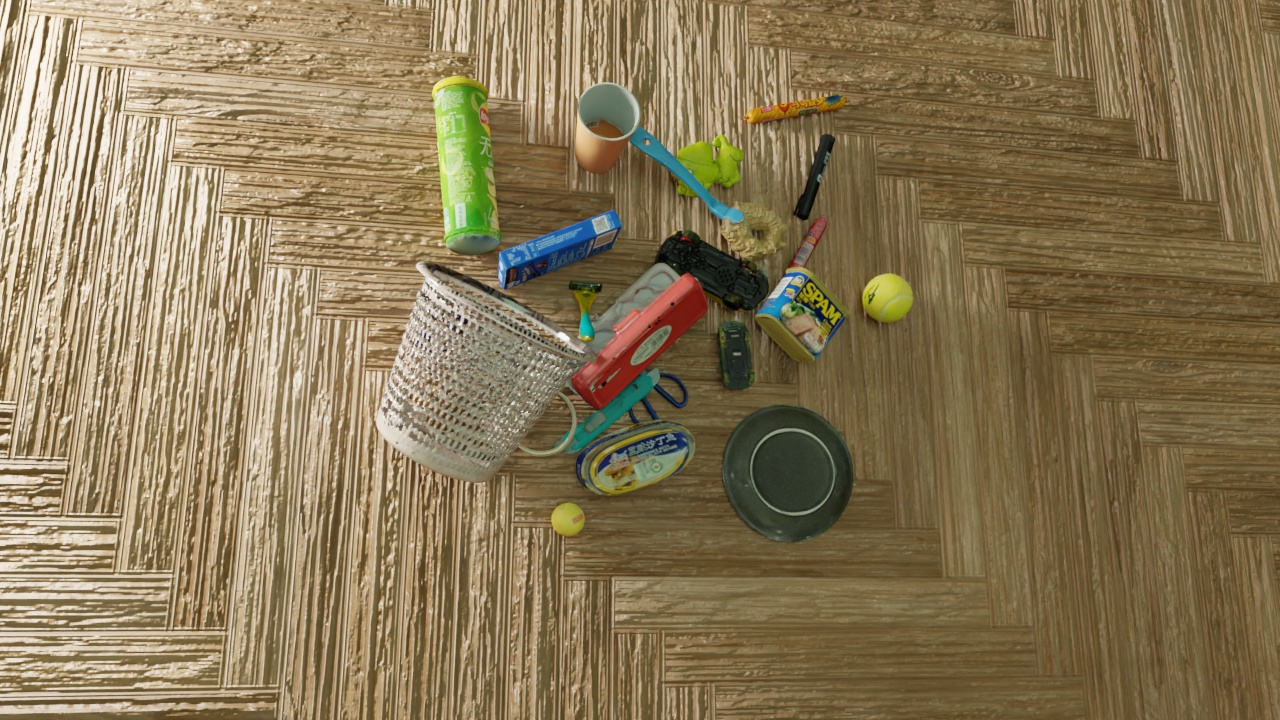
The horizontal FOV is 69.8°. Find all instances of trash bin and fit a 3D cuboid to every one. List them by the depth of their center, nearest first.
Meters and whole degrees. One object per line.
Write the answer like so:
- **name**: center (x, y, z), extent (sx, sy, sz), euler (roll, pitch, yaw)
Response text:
- **trash bin**: center (-0.192, 0.022, 1.044), extent (0.227, 0.227, 0.192), euler (29, 95, -3)

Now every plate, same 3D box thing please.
- **plate**: center (0.193, 0.143, 1.181), extent (0.179, 0.024, 0.179), euler (2, 78, -10)

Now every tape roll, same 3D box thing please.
- **tape roll**: center (-0.122, 0.076, 1.137), extent (0.086, 0.014, 0.085), euler (0, 74, -1)

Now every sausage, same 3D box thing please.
- **sausage**: center (0.218, -0.137, 1.251), extent (0.020, 0.020, 0.155), euler (30, 74, -2)
- **sausage**: center (0.222, -0.356, 1.300), extent (0.165, 0.021, 0.021), euler (-13, 80, -13)

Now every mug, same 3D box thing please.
- **mug**: center (-0.050, -0.293, 1.184), extent (0.078, 0.123, 0.078), euler (2, 77, -11)

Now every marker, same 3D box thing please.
- **marker**: center (0.244, -0.257, 1.284), extent (0.022, 0.020, 0.132), euler (14, 74, 23)

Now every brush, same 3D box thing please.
- **brush**: center (0.090, -0.220, 1.217), extent (0.254, 0.046, 0.083), euler (38, 80, -12)

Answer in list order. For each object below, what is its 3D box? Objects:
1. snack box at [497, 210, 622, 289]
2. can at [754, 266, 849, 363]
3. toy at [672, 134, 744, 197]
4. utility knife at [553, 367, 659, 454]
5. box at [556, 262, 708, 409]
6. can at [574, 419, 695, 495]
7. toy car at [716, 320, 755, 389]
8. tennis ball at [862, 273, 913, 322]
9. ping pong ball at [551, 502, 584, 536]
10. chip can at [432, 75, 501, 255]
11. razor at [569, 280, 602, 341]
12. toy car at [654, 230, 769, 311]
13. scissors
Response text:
- **snack box**: center (-0.104, -0.139, 1.159), extent (0.157, 0.085, 0.026), euler (-23, 82, -15)
- **can**: center (0.211, -0.058, 1.203), extent (0.102, 0.057, 0.083), euler (43, 75, -19)
- **toy**: center (0.089, -0.265, 1.250), extent (0.100, 0.031, 0.096), euler (12, 83, -10)
- **utility knife**: center (-0.039, 0.064, 1.153), extent (0.164, 0.013, 0.029), euler (-39, 86, -8)
- **box**: center (-0.018, -0.038, 1.148), extent (0.201, 0.095, 0.099), euler (-43, 59, -7)
- **can**: center (-0.006, 0.119, 1.129), extent (0.148, 0.049, 0.074), euler (-18, 92, -12)
- **toy car**: center (0.122, -0.005, 1.194), extent (0.043, 0.036, 0.091), euler (-2, 77, -12)
- **tennis ball**: center (0.333, -0.084, 1.236), extent (0.065, 0.065, 0.065), euler (2, 77, -10)
- **ping pong ball**: center (-0.088, 0.192, 1.109), extent (0.040, 0.040, 0.040), euler (2, 77, -10)
- **chip can**: center (-0.221, -0.245, 1.168), extent (0.072, 0.073, 0.221), euler (-4, 78, -11)
- **razor**: center (-0.067, -0.057, 1.142), extent (0.043, 0.028, 0.132), euler (8, 33, -11)
- **toy car**: center (0.094, -0.114, 1.211), extent (0.156, 0.041, 0.071), euler (25, 74, 1)
- **scissors**: center (-0.018, 0.020, 1.177), extent (0.171, 0.012, 0.141), euler (19, 75, -4)
